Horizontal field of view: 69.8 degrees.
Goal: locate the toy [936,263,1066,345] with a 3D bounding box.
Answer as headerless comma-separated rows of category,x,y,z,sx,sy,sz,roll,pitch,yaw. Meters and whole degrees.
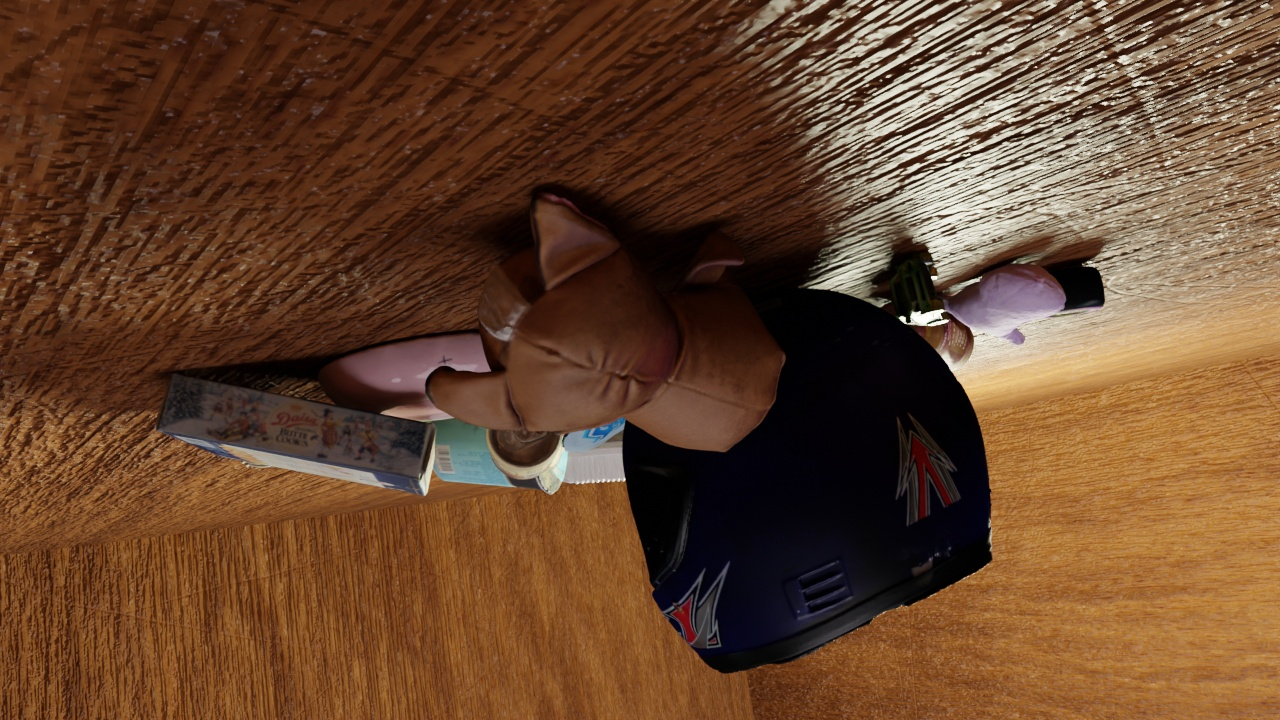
toy,0.292,-0.045,0.730,0.084,0.038,0.108,27,161,0

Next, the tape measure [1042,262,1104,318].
tape measure,0.346,-0.057,0.749,0.057,0.039,0.058,-1,172,-41

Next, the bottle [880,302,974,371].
bottle,0.246,-0.021,0.803,0.058,0.057,0.174,-15,169,30

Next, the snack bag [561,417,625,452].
snack bag,-0.021,0.029,0.771,0.110,0.039,0.191,-35,162,-13

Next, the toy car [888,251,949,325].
toy car,0.197,-0.047,0.652,0.036,0.043,0.091,-12,169,16

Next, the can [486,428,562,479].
can,-0.095,0.064,0.744,0.058,0.058,0.116,-8,170,-9

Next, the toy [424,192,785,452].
toy,-0.014,-0.015,0.488,0.130,0.140,0.199,35,-163,34

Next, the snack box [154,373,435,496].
snack box,-0.254,0.064,0.715,0.182,0.045,0.178,12,166,-10

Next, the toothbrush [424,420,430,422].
toothbrush,-0.234,0.075,1.014,0.027,0.026,0.224,10,-177,34

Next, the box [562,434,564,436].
box,-0.059,0.038,0.886,0.087,0.076,0.162,9,-172,42

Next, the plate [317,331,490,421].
plate,-0.151,0.019,0.722,0.192,0.039,0.192,-9,170,-2

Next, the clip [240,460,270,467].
clip,-0.332,0.061,0.869,0.104,0.081,0.035,-27,175,-17

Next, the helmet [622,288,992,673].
helmet,0.100,0.080,0.686,0.246,0.240,0.316,-19,164,-26

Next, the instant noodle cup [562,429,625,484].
instant noodle cup,-0.032,0.107,1.129,0.173,0.060,0.138,-6,-168,2

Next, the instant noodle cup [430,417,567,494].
instant noodle cup,-0.147,0.082,0.936,0.120,0.111,0.111,-3,172,14
